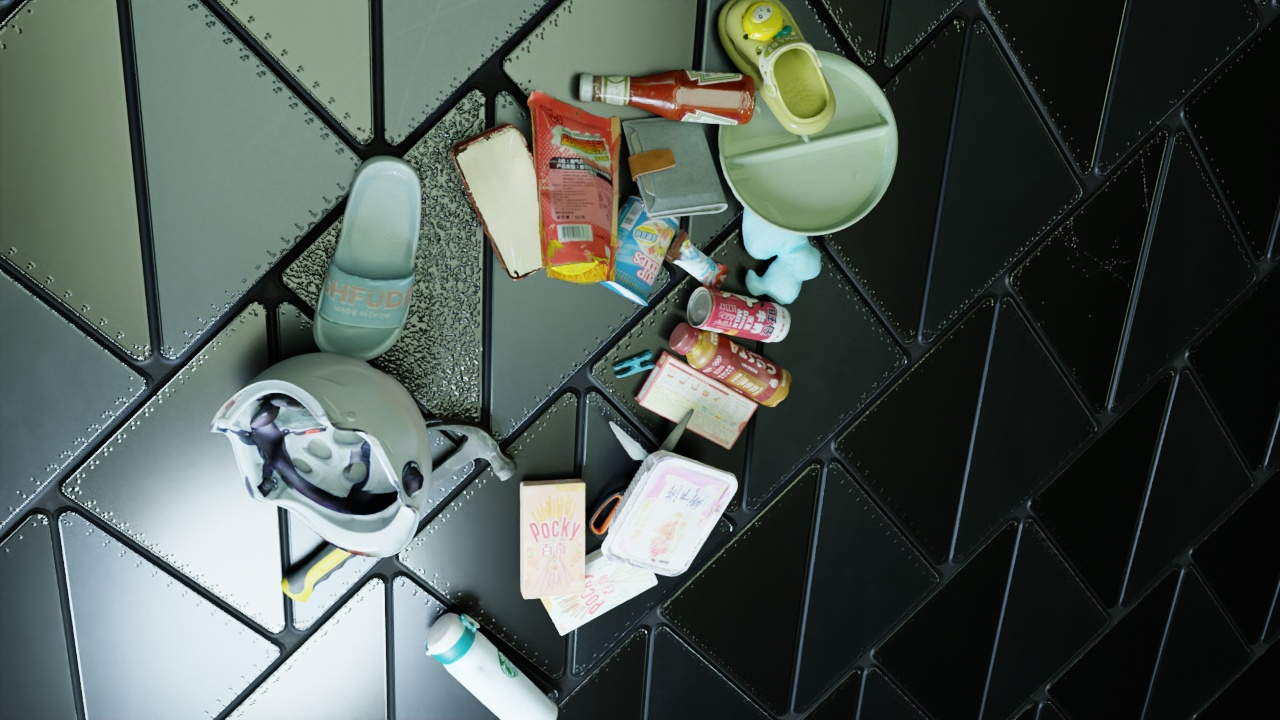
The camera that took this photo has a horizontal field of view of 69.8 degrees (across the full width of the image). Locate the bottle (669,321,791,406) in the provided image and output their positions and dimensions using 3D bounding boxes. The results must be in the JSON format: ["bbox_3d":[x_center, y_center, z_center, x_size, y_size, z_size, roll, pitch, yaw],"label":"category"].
[{"bbox_3d":[0.119,0.003,1.226,0.175,0.057,0.057,27,98,-23],"label":"bottle"}]

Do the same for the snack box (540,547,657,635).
[{"bbox_3d":[-0.061,0.314,1.291,0.156,0.027,0.085,-27,113,-8],"label":"snack box"}]

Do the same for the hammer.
[{"bbox_3d":[-0.320,0.191,1.167,0.323,0.032,0.126,-38,114,-2],"label":"hammer"}]

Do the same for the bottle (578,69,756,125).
[{"bbox_3d":[0.031,-0.314,1.081,0.206,0.059,0.060,3,107,-5],"label":"bottle"}]

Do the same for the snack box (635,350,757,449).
[{"bbox_3d":[0.078,0.056,1.247,0.155,0.027,0.077,28,98,-23],"label":"snack box"}]

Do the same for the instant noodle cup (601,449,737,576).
[{"bbox_3d":[0.032,0.197,1.232,0.138,0.060,0.174,21,106,-28],"label":"instant noodle cup"}]

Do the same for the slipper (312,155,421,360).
[{"bbox_3d":[-0.304,-0.110,1.048,0.104,0.074,0.245,11,103,-21],"label":"slipper"}]

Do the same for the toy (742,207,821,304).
[{"bbox_3d":[0.183,-0.164,1.193,0.161,0.050,0.156,-46,112,4],"label":"toy"}]

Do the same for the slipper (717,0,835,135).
[{"bbox_3d":[0.171,-0.359,1.084,0.091,0.082,0.190,-33,92,-9],"label":"slipper"}]

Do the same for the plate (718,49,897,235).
[{"bbox_3d":[0.208,-0.270,1.146,0.230,0.027,0.230,0,93,-7],"label":"plate"}]

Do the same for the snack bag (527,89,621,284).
[{"bbox_3d":[-0.072,-0.197,1.051,0.128,0.073,0.207,6,77,-40],"label":"snack bag"}]

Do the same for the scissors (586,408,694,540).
[{"bbox_3d":[0.011,0.162,1.255,0.221,0.021,0.230,-41,122,3],"label":"scissors"}]

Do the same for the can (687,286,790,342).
[{"bbox_3d":[0.130,-0.058,1.201,0.132,0.053,0.053,10,105,-30],"label":"can"}]

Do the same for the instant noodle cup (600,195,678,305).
[{"bbox_3d":[-0.010,-0.138,1.123,0.099,0.099,0.110,29,90,-23],"label":"instant noodle cup"}]

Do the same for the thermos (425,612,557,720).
[{"bbox_3d":[-0.204,0.434,1.265,0.073,0.073,0.224,-38,114,-2],"label":"thermos"}]

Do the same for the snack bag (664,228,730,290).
[{"bbox_3d":[0.073,-0.124,1.177,0.104,0.026,0.048,37,83,-43],"label":"snack bag"}]

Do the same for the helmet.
[{"bbox_3d":[-0.337,0.092,1.053,0.229,0.145,0.259,-7,129,27],"label":"helmet"}]

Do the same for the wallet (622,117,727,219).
[{"bbox_3d":[0.038,-0.234,1.094,0.106,0.037,0.129,-9,70,-17],"label":"wallet"}]

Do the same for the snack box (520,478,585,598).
[{"bbox_3d":[-0.118,0.239,1.232,0.084,0.026,0.157,-1,98,-14],"label":"snack box"}]

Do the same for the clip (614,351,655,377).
[{"bbox_3d":[-0.008,0.006,1.211,0.057,0.014,0.046,-21,115,-11],"label":"clip"}]

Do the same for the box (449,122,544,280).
[{"bbox_3d":[-0.148,-0.185,1.069,0.091,0.077,0.168,-26,114,-7],"label":"box"}]
